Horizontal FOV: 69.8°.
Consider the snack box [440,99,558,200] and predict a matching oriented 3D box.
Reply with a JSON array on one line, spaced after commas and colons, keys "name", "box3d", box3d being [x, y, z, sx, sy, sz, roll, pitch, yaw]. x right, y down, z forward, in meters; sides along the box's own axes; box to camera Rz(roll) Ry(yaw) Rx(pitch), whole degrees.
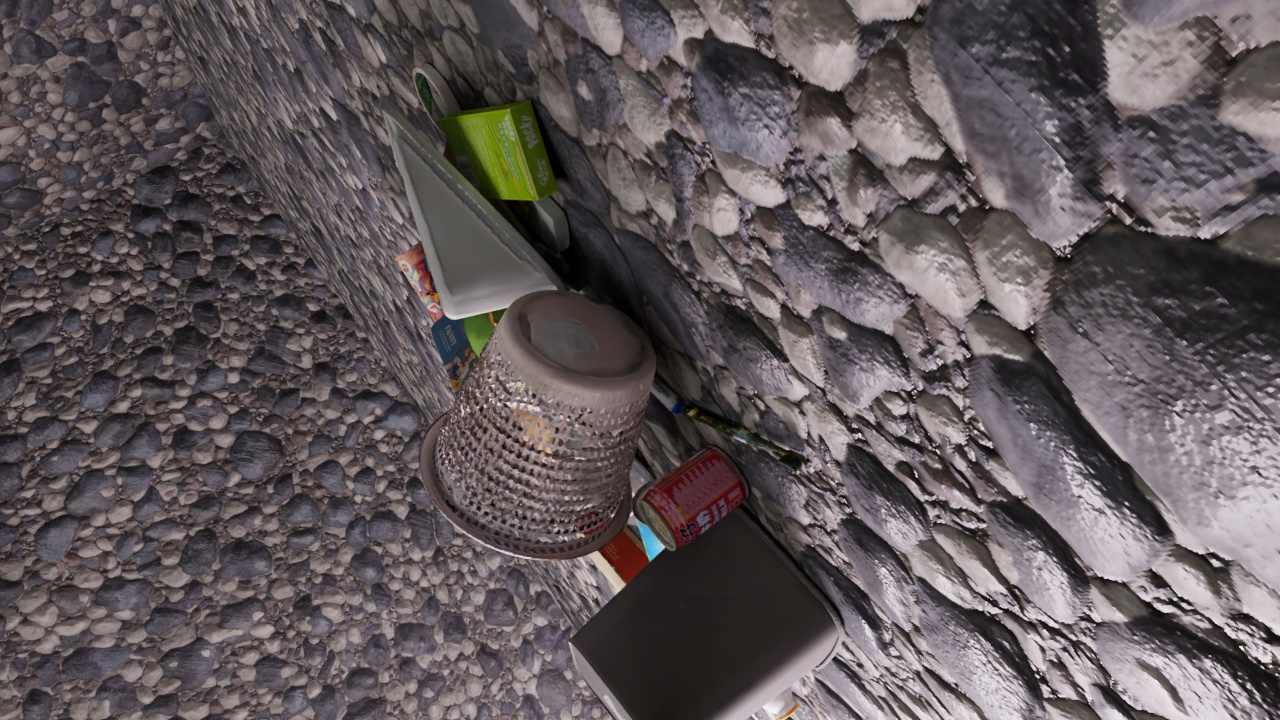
[{"name": "snack box", "box3d": [-0.137, -0.197, 0.873, 0.156, 0.026, 0.086, 15, 128, 55]}]

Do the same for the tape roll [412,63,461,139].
[{"name": "tape roll", "box3d": [-0.220, -0.281, 1.001, 0.086, 0.013, 0.086, 48, 160, 23]}]

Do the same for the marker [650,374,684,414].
[{"name": "marker", "box3d": [-0.006, 0.006, 0.944, 0.146, 0.016, 0.017, 44, 158, 32]}]

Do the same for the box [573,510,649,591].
[{"name": "box", "box3d": [-0.040, 0.312, 1.449, 0.168, 0.080, 0.091, 42, 156, 37]}]

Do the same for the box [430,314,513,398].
[{"name": "box", "box3d": [-0.239, -0.012, 1.331, 0.061, 0.090, 0.184, 43, -170, -50]}]

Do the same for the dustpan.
[{"name": "dustpan", "box3d": [-0.165, -0.140, 0.978, 0.223, 0.142, 0.257, 160, 94, -78]}]

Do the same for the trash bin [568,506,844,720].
[{"name": "trash bin", "box3d": [0.059, 0.295, 0.956, 0.199, 0.219, 0.199, 46, 160, 24]}]

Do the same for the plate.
[{"name": "plate", "box3d": [-0.049, 0.160, 1.202, 0.179, 0.024, 0.180, 25, 141, 21]}]

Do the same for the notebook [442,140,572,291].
[{"name": "notebook", "box3d": [-0.160, -0.153, 1.055, 0.211, 0.012, 0.150, 55, 163, -7]}]

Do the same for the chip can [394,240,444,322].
[{"name": "chip can", "box3d": [-0.298, -0.085, 1.437, 0.215, 0.071, 0.071, 59, 162, -8]}]

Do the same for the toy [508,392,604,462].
[{"name": "toy", "box3d": [-0.116, 0.093, 1.282, 0.143, 0.082, 0.226, 45, 162, -17]}]

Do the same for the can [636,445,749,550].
[{"name": "can", "box3d": [0.051, 0.135, 0.900, 0.066, 0.093, 0.067, 48, 160, 23]}]

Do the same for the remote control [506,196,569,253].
[{"name": "remote control", "box3d": [-0.118, -0.167, 0.930, 0.135, 0.019, 0.056, 48, 160, 23]}]

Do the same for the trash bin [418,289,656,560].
[{"name": "trash bin", "box3d": [-0.085, 0.048, 0.896, 0.227, 0.226, 0.193, 45, 129, 29]}]

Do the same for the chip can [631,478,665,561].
[{"name": "chip can", "box3d": [0.042, 0.235, 1.126, 0.071, 0.071, 0.210, 40, 156, 40]}]

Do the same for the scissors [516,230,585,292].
[{"name": "scissors", "box3d": [-0.126, -0.132, 0.950, 0.172, 0.014, 0.146, 43, 177, -15]}]

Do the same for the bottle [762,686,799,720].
[{"name": "bottle", "box3d": [0.149, 0.390, 1.132, 0.108, 0.063, 0.063, 53, 162, 11]}]

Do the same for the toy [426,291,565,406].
[{"name": "toy", "box3d": [-0.157, -0.017, 1.171, 0.247, 0.090, 0.227, 36, 173, 30]}]

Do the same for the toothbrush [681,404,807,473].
[{"name": "toothbrush", "box3d": [0.086, 0.067, 0.818, 0.186, 0.017, 0.012, 22, 145, 59]}]
